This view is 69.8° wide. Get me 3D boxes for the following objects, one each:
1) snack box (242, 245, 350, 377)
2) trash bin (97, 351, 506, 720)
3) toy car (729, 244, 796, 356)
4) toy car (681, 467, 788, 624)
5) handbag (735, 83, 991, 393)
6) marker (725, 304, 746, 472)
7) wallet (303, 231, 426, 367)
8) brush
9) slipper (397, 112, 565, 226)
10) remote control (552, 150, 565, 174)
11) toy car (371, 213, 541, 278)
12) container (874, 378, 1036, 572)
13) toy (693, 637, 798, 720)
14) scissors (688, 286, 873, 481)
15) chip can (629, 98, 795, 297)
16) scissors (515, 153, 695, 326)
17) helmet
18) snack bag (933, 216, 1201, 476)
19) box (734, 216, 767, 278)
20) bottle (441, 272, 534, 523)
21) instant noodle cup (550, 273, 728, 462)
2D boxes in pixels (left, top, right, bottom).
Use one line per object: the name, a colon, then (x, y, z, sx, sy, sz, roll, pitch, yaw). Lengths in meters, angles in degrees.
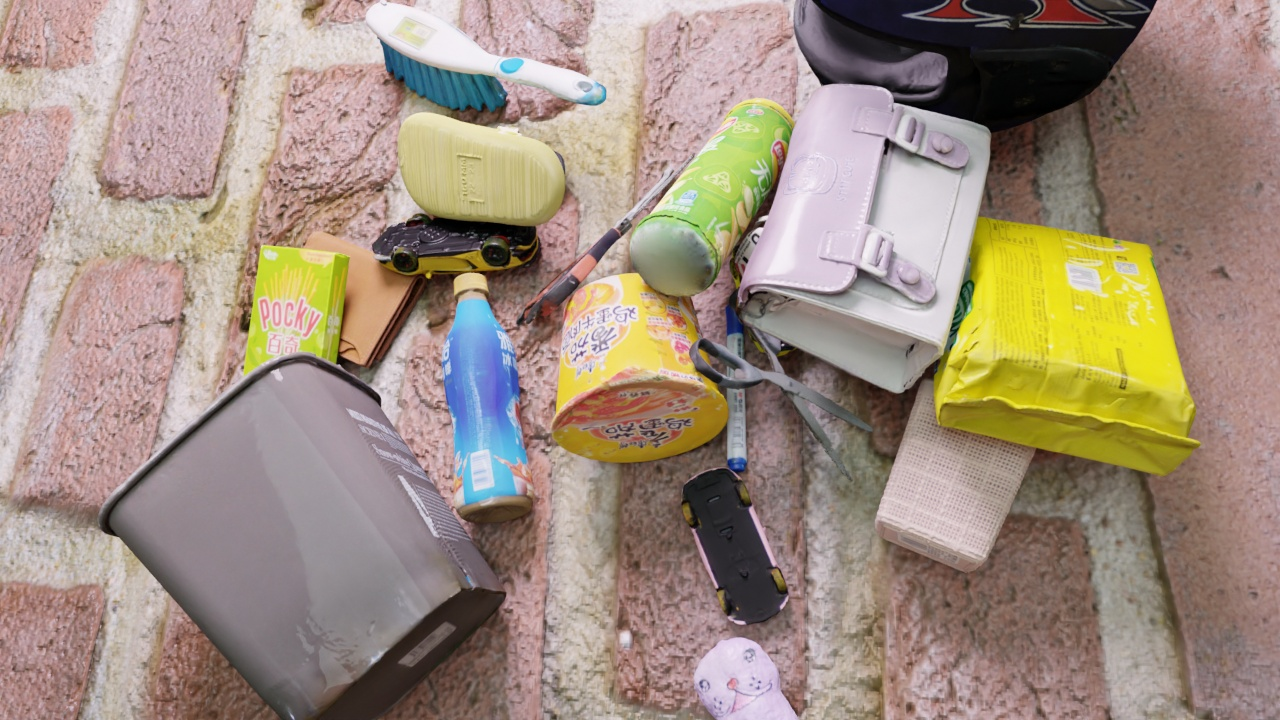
snack box: (-0.315, -0.024, 0.835, 0.086, 0.026, 0.156, 9, 90, 19)
trash bin: (-0.237, 0.145, 0.700, 0.198, 0.199, 0.220, -44, 73, -5)
toy car: (0.106, -0.053, 0.776, 0.048, 0.032, 0.105, -8, 68, -15)
toy car: (0.072, 0.143, 0.713, 0.056, 0.037, 0.122, -23, 79, 6)
handbag: (0.164, -0.098, 0.670, 0.145, 0.099, 0.196, 19, 63, 5)
marker: (0.080, 0.021, 0.766, 0.017, 0.017, 0.145, -3, 69, 11)
wallet: (-0.282, -0.059, 0.869, 0.132, 0.031, 0.107, 23, 75, 21)
brush: (-0.149, -0.276, 0.878, 0.315, 0.109, 0.060, 30, 76, 21)
slipper: (-0.135, -0.171, 0.830, 0.191, 0.081, 0.092, 18, 114, 29)
remote control: (-0.136, -0.168, 0.881, 0.136, 0.024, 0.053, -9, 70, 10)
toy car: (-0.170, -0.108, 0.850, 0.156, 0.041, 0.071, -3, 41, 8)
container: (0.228, 0.088, 0.672, 0.090, 0.090, 0.110, 21, 78, 18)
toy: (0.078, 0.256, 0.665, 0.084, 0.039, 0.108, -30, 67, 7)
scissors: (0.110, 0.014, 0.710, 0.014, 0.181, 0.159, -42, 42, 43)
chip can: (0.064, -0.136, 0.746, 0.073, 0.073, 0.220, 17, 45, 17)
scissors: (-0.034, -0.101, 0.800, 0.222, 0.189, 0.015, -41, 100, 22)
helmet: (0.239, -0.295, 0.721, 0.315, 0.241, 0.247, -10, 61, -11)
snack bag: (0.297, -0.029, 0.656, 0.158, 0.068, 0.245, 13, 41, 9)
box: (0.162, -0.070, 0.741, 0.163, 0.075, 0.080, 32, 53, 8)
bottle: (-0.136, 0.027, 0.785, 0.065, 0.065, 0.218, -14, 67, 7)
instant noodle cup: (-0.004, 0.004, 0.733, 0.138, 0.138, 0.109, -11, 60, 8)
